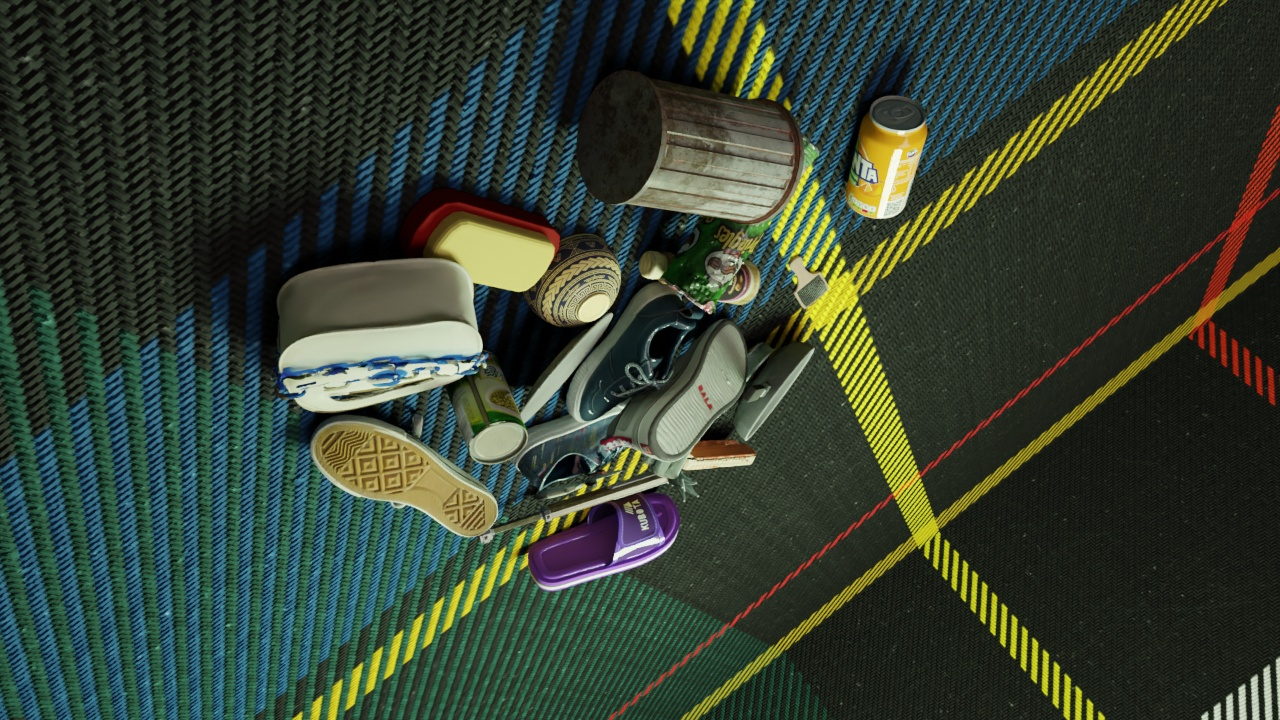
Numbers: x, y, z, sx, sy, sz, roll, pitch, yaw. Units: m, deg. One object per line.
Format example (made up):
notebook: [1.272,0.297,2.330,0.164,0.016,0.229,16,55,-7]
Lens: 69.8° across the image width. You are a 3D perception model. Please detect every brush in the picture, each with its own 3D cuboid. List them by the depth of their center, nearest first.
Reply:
brush: [-0.152,-0.112,0.908,0.173,0.042,0.082,9,126,-50]
brush: [0.241,-0.114,1.325,0.050,0.015,0.135,-40,149,6]

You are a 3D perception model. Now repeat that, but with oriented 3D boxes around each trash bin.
trash bin: [0.057,-0.207,0.911,0.210,0.130,0.131,-2,134,-42]

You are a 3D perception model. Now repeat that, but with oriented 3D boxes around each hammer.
hammer: [-0.089,0.206,1.347,0.316,0.147,0.028,-15,112,-17]

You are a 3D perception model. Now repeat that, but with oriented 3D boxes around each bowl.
bowl: [-0.067,-0.078,1.019,0.112,0.061,0.113,-26,147,-19]

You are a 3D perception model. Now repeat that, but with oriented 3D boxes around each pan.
pan: [0.177,0.040,1.330,0.179,0.041,0.357,-55,168,8]

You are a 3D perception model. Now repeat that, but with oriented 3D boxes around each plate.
plate: [-0.094,0.009,1.083,0.178,0.012,0.178,-50,178,-3]

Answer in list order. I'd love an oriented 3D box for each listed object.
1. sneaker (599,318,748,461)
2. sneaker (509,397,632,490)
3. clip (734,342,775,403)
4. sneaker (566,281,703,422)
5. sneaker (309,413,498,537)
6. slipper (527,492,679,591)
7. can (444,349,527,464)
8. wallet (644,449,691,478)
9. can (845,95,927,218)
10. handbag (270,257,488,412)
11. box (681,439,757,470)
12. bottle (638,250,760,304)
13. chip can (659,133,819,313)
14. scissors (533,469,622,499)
sneaker: [0.051,0.040,1.241,0.262,0.129,0.097,-49,118,-37]
sneaker: [-0.063,0.114,1.257,0.235,0.079,0.088,-15,142,-32]
clip: [0.135,0.051,1.373,0.171,0.029,0.142,-37,159,-45]
sneaker: [-0.007,0.007,1.164,0.089,0.087,0.236,3,132,-46]
sneaker: [-0.270,0.124,1.057,0.241,0.088,0.118,37,93,-34]
slipper: [-0.051,0.275,1.464,0.266,0.107,0.084,-18,144,-21]
can: [-0.174,0.049,1.019,0.067,0.121,0.067,-17,139,-15]
wallet: [0.052,0.095,1.331,0.054,0.100,0.132,16,125,-21]
can: [0.307,-0.252,1.148,0.079,0.079,0.143,-26,147,-18]
handbag: [-0.249,-0.001,0.884,0.200,0.093,0.200,-8,151,-15]
box: [0.108,0.148,1.487,0.186,0.083,0.043,4,115,-45]
bottle: [0.071,-0.107,1.126,0.165,0.059,0.060,6,129,-38]
chip can: [0.113,-0.164,1.038,0.223,0.075,0.075,-56,146,8]
scissors: [-0.084,0.172,1.297,0.180,0.015,0.193,-22,180,18]
